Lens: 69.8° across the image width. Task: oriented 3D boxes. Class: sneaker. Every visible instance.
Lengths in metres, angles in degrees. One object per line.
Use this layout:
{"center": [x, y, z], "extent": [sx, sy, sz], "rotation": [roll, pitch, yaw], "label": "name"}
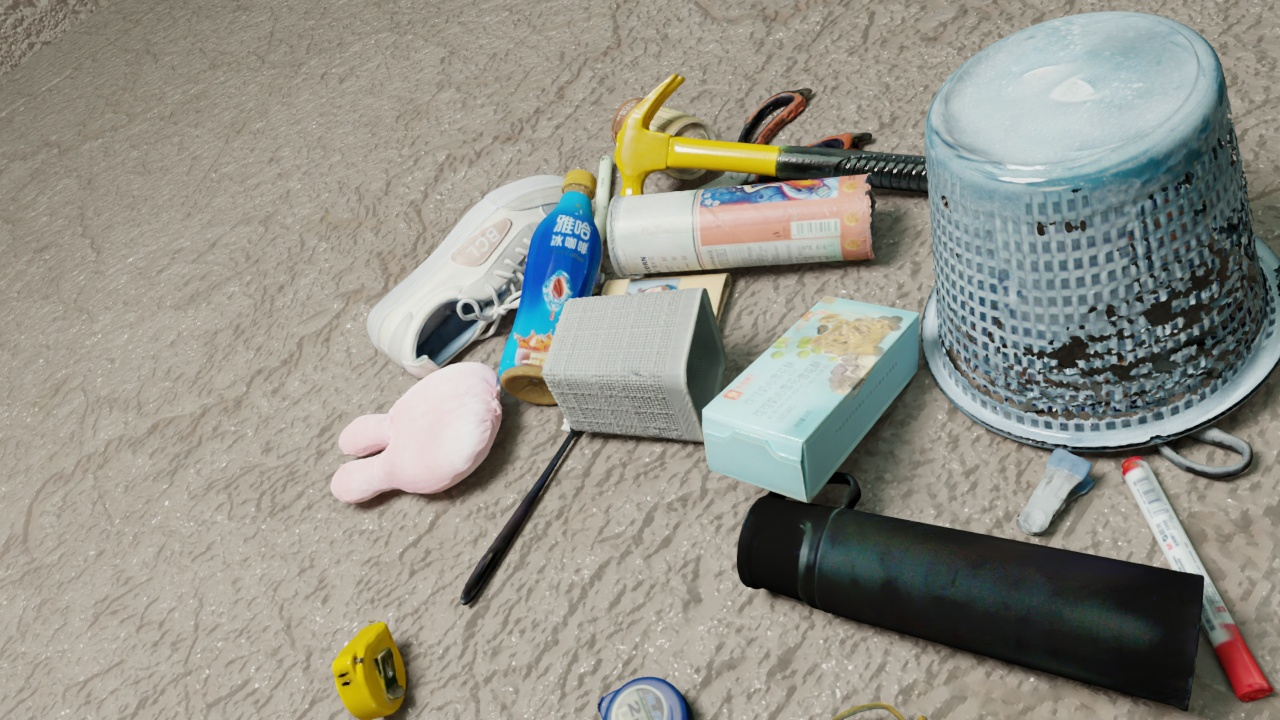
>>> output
{"center": [-0.133, -0.077, 0.834], "extent": [0.242, 0.089, 0.091], "rotation": [-43, 49, -13], "label": "sneaker"}

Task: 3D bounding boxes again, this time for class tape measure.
{"center": [0.005, 0.221, 0.553], "extent": [0.054, 0.025, 0.058], "rotation": [-27, 49, -1], "label": "tape measure"}
{"center": [-0.180, 0.213, 0.625], "extent": [0.029, 0.057, 0.060], "rotation": [-20, 6, 11], "label": "tape measure"}

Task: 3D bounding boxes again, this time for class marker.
{"center": [0.304, 0.115, 0.509], "extent": [0.017, 0.017, 0.145], "rotation": [-16, 46, 12], "label": "marker"}

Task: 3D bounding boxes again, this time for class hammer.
{"center": [0.122, -0.172, 0.789], "extent": [0.301, 0.129, 0.032], "rotation": [9, 12, 16], "label": "hammer"}

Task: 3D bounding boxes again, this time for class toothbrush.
{"center": [-0.040, -0.137, 0.888], "extent": [0.029, 0.020, 0.189], "rotation": [-16, 46, 22], "label": "toothbrush"}
{"center": [-0.088, 0.107, 0.703], "extent": [0.018, 0.016, 0.180], "rotation": [7, 54, 38], "label": "toothbrush"}

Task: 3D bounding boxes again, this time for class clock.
{"center": [0.128, 0.232, 0.464], "extent": [0.082, 0.055, 0.121], "rotation": [-22, 45, 7], "label": "clock"}

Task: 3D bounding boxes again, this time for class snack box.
{"center": [0.119, 0.019, 0.618], "extent": [0.074, 0.052, 0.174], "rotation": [16, 39, 35], "label": "snack box"}

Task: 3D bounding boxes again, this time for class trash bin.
{"center": [0.268, -0.089, 0.565], "extent": [0.227, 0.195, 0.226], "rotation": [-18, 44, 18], "label": "trash bin"}

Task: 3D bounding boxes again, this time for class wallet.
{"center": [0.014, -0.039, 0.778], "extent": [0.115, 0.024, 0.087], "rotation": [0, 47, 24], "label": "wallet"}

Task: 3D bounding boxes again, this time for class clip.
{"center": [0.251, 0.083, 0.561], "extent": [0.058, 0.043, 0.027], "rotation": [-48, 51, -8], "label": "clip"}

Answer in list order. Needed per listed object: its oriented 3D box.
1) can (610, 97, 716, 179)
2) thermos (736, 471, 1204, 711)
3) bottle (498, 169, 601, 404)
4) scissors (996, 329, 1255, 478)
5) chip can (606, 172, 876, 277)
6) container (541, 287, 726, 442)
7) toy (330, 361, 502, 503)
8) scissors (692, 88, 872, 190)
{"center": [0.021, -0.217, 0.892], "extent": [0.058, 0.058, 0.116], "rotation": [-38, 38, -10], "label": "can"}
{"center": [0.180, 0.118, 0.526], "extent": [0.243, 0.068, 0.089], "rotation": [9, 62, 31], "label": "thermos"}
{"center": [-0.070, -0.071, 0.791], "extent": [0.065, 0.065, 0.218], "rotation": [-4, 61, 23], "label": "bottle"}
{"center": [0.311, 0.019, 0.592], "extent": [0.159, 0.014, 0.180], "rotation": [-33, 44, -4], "label": "scissors"}
{"center": [0.084, -0.110, 0.761], "extent": [0.215, 0.071, 0.071], "rotation": [-2, 51, 18], "label": "chip can"}
{"center": [-0.004, 0.004, 0.694], "extent": [0.114, 0.090, 0.090], "rotation": [0, 51, 19], "label": "container"}
{"center": [-0.184, 0.061, 0.763], "extent": [0.160, 0.054, 0.121], "rotation": [-20, 45, 16], "label": "toy"}
{"center": [0.108, -0.186, 0.864], "extent": [0.227, 0.015, 0.188], "rotation": [-12, 48, 15], "label": "scissors"}
